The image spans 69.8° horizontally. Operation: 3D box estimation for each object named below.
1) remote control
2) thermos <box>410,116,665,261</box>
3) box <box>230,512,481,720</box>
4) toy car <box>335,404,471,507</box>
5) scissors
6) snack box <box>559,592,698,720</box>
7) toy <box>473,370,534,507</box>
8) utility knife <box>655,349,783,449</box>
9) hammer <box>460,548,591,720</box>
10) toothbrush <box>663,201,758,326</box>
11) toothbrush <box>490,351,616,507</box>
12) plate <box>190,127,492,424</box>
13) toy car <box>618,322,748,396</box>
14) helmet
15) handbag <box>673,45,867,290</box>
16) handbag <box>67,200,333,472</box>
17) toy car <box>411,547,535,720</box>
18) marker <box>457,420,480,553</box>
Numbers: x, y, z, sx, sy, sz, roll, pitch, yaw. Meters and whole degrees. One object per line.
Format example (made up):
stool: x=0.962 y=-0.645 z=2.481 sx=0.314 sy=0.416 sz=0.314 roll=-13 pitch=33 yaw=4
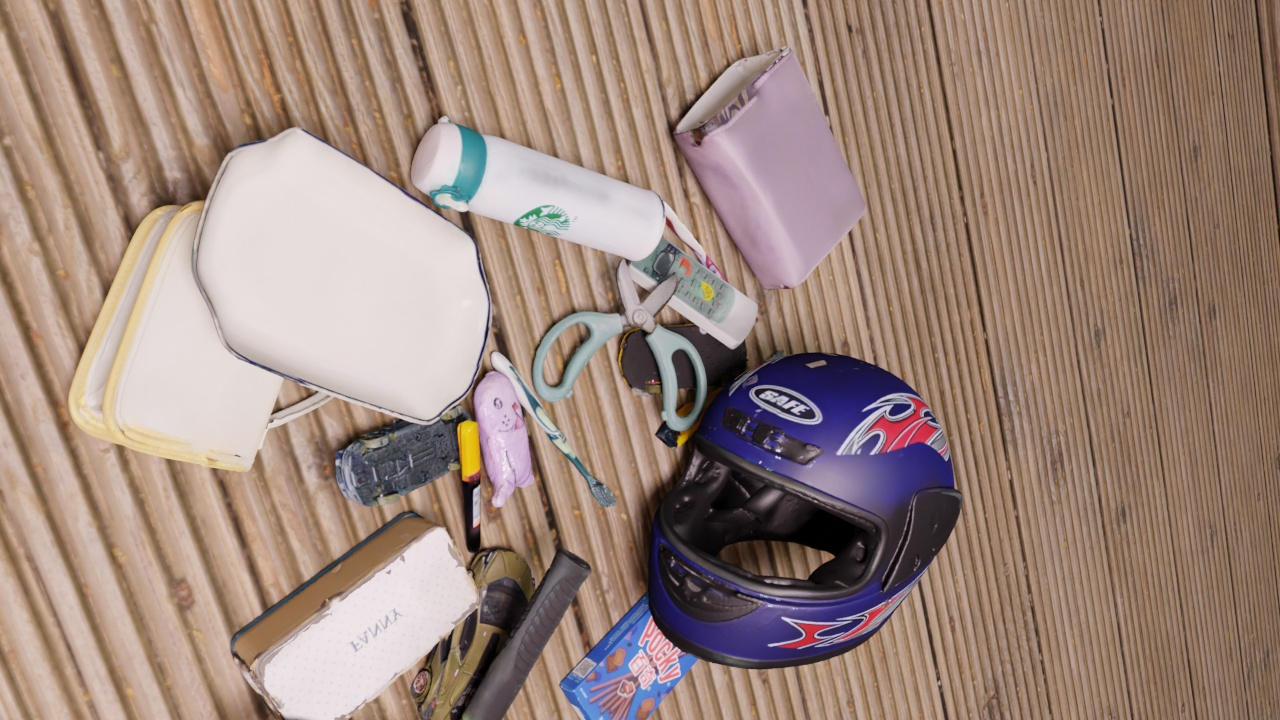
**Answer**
remote control: x=0.051 y=-0.068 z=0.881 sx=0.135 sy=0.019 sz=0.056 roll=35 pitch=55 yaw=-9
thermos: x=-0.083 y=-0.139 z=0.777 sx=0.224 sy=0.073 sz=0.073 roll=11 pitch=83 yaw=-38
box: x=-0.203 y=0.191 z=0.688 sx=0.183 sy=0.061 sz=0.090 roll=-35 pitch=113 yaw=-36
toy car: x=-0.181 y=0.073 z=0.720 sx=0.120 sy=0.037 sz=0.054 roll=-23 pitch=110 yaw=-47
scissors: x=-0.005 y=0.005 z=0.840 sx=0.170 sy=0.019 sz=0.178 roll=-44 pitch=106 yaw=-15
snack box: x=0.001 y=0.286 z=0.875 sx=0.156 sy=0.026 sz=0.084 roll=-40 pitch=114 yaw=-32
toy: x=-0.116 y=0.062 z=0.762 sx=0.083 sy=0.039 sz=0.108 roll=-41 pitch=124 yaw=-76
utility knife: x=0.091 y=0.036 z=0.954 sx=0.202 sy=0.015 sz=0.033 roll=-31 pitch=112 yaw=-35
hammer: x=-0.128 y=0.283 z=0.714 sx=0.128 sy=0.033 sz=0.300 roll=32 pitch=89 yaw=-36
toothbrush: x=0.065 y=-0.096 z=0.934 sx=0.017 sy=0.016 sz=0.187 roll=-52 pitch=121 yaw=-15
toothbrush: x=-0.075 y=0.065 z=0.818 sx=0.016 sy=0.018 sz=0.191 roll=-49 pitch=119 yaw=-28
plate: x=-0.205 y=-0.051 z=0.656 sx=0.265 sy=0.034 sz=0.162 roll=30 pitch=67 yaw=-56
toy car: x=0.043 y=-0.005 z=0.897 sx=0.155 sy=0.041 sz=0.071 roll=-6 pitch=93 yaw=-32
helmet: x=0.150 y=0.116 z=0.848 sx=0.314 sy=0.247 sz=0.241 roll=-12 pitch=116 yaw=-47
handbag: x=0.129 y=-0.190 z=0.932 sx=0.144 sy=0.099 sz=0.197 roll=-51 pitch=121 yaw=-29
handbag: x=-0.277 y=-0.006 z=0.635 sx=0.178 sy=0.063 sz=0.163 roll=30 pitch=71 yaw=-51
toy car: x=-0.133 y=0.233 z=0.758 sx=0.070 sy=0.042 sz=0.158 roll=32 pitch=68 yaw=-35
marker: x=-0.138 y=0.104 z=0.746 sx=0.018 sy=0.015 sz=0.124 roll=-42 pitch=140 yaw=-56
